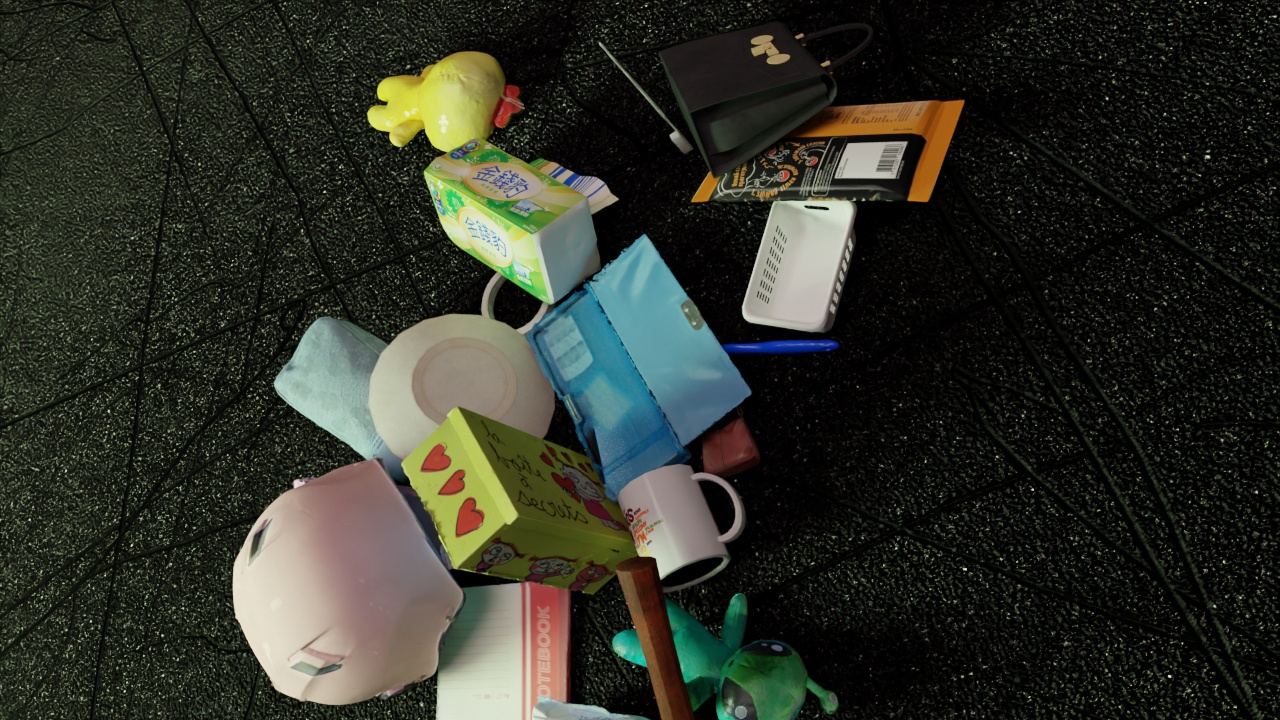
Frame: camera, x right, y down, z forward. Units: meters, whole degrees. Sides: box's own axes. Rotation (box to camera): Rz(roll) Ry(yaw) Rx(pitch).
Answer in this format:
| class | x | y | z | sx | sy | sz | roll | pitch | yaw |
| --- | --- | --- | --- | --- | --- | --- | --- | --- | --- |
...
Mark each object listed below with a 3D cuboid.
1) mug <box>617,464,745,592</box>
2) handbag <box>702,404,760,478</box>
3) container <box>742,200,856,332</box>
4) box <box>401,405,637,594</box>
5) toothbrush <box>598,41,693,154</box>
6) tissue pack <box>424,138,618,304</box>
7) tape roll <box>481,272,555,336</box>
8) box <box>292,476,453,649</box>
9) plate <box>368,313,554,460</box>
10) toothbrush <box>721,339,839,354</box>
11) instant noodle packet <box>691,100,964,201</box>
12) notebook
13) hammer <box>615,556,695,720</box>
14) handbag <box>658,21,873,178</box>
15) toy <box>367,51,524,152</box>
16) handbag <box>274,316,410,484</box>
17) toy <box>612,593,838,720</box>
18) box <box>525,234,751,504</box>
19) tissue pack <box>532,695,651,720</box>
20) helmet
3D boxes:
| class | x | y | z | sx | sy | sz | roll | pitch | yaw |
| --- | --- | --- | --- | --- | --- | --- | --- | --- | --- |
| mug | 0.042 | 0.143 | 0.818 | 0.105 | 0.073 | 0.089 | -31 | 61 | 15 |
| handbag | 0.075 | 0.050 | 0.865 | 0.055 | 0.029 | 0.119 | -26 | 57 | 24 |
| container | 0.153 | -0.085 | 0.854 | 0.081 | 0.049 | 0.129 | 11 | 78 | 30 |
| box | -0.095 | 0.129 | 0.810 | 0.081 | 0.221 | 0.124 | -42 | 56 | 8 |
| toothbrush | 0.005 | -0.258 | 0.916 | 0.010 | 0.181 | 0.010 | -31 | 55 | 18 |
| tissue pack | -0.116 | -0.171 | 1.003 | 0.198 | 0.120 | 0.141 | 36 | 62 | 27 |
| tape roll | -0.136 | -0.068 | 1.023 | 0.093 | 0.013 | 0.093 | -9 | 69 | 24 |
| box | -0.285 | 0.211 | 0.977 | 0.231 | 0.035 | 0.159 | 1 | 93 | 34 |
| plate | -0.181 | 0.028 | 0.939 | 0.188 | 0.027 | 0.188 | 5 | 62 | -10 |
| toothbrush | 0.100 | -0.014 | 0.877 | 0.183 | 0.016 | 0.018 | -2 | 66 | 28 |
| instant noodle packet | 0.176 | -0.197 | 0.865 | 0.221 | 0.032 | 0.159 | 5 | 47 | 29 |
| notebook | -0.133 | 0.321 | 0.884 | 0.153 | 0.012 | 0.208 | -12 | 68 | 24 |
| hammer | 0.034 | 0.290 | 0.704 | 0.111 | 0.028 | 0.301 | -11 | 102 | 21 |
| handbag | 0.134 | -0.283 | 0.899 | 0.196 | 0.072 | 0.175 | -22 | 36 | 7 |
| toy | -0.244 | -0.320 | 1.125 | 0.208 | 0.092 | 0.133 | 2 | 70 | 31 |
| handbag | -0.289 | 0.043 | 0.999 | 0.192 | 0.118 | 0.122 | 32 | 89 | 8 |
| toy | 0.070 | 0.261 | 0.766 | 0.193 | 0.072 | 0.130 | 20 | 49 | 32 |
| box | -0.005 | 0.005 | 0.907 | 0.175 | 0.033 | 0.231 | -38 | 55 | 14 |
| tissue pack | -0.048 | 0.387 | 0.775 | 0.112 | 0.070 | 0.181 | 2 | 73 | 19 |
| helmet | -0.302 | 0.231 | 0.889 | 0.256 | 0.152 | 0.230 | -40 | 77 | 40 |
